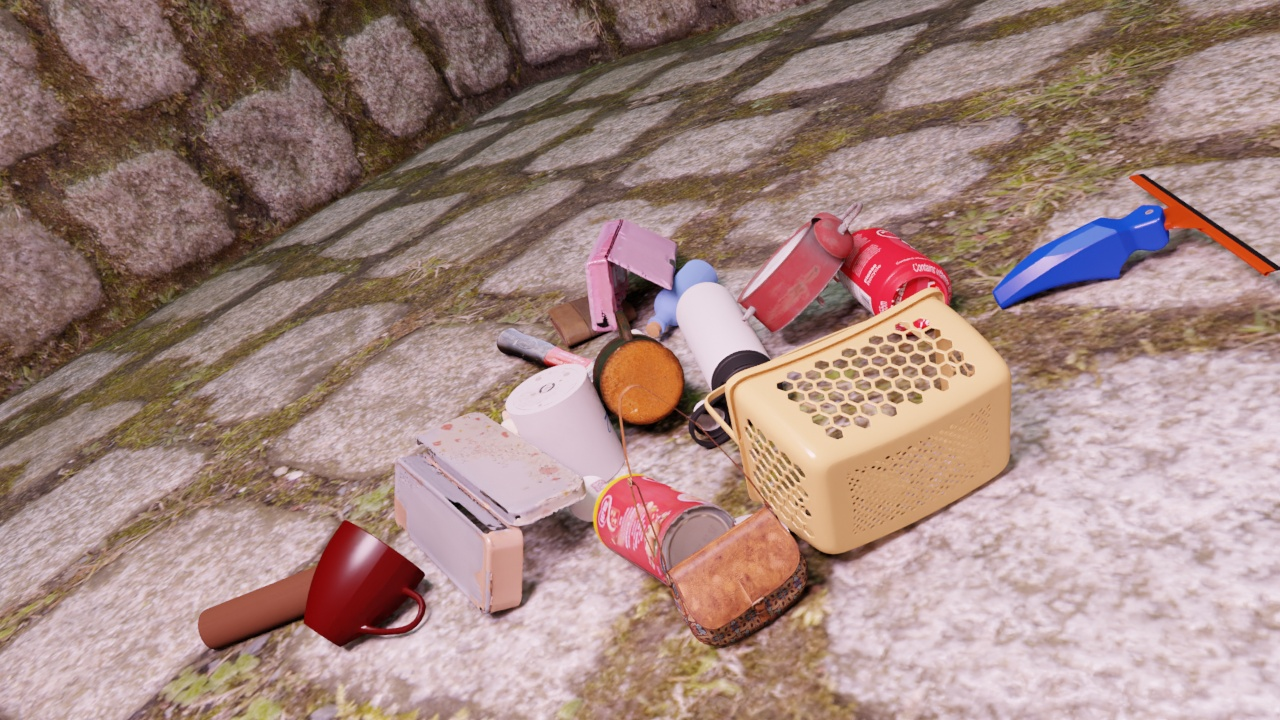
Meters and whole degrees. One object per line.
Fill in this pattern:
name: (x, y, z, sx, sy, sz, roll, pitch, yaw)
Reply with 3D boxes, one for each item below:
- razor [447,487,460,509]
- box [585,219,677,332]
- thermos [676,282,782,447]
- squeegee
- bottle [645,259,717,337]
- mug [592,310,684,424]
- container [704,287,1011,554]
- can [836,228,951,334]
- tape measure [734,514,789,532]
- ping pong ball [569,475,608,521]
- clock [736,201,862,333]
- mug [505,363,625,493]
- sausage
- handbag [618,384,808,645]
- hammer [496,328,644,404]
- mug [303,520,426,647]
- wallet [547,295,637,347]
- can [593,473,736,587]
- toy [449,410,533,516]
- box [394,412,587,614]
razor: (-0.178, 0.124, 0.951, 0.044, 0.018, 0.140, -12, 28, 24)
box: (-0.002, -0.115, 1.147, 0.107, 0.099, 0.232, -3, 18, 5)
thermos: (0.074, -0.002, 0.930, 0.101, 0.068, 0.229, -35, 25, 8)
squeegee: (0.411, -0.098, 0.831, 0.185, 0.055, 0.248, -28, 23, 17)
bottle: (0.045, -0.070, 1.101, 0.048, 0.048, 0.130, -3, 32, 37)
mug: (-0.006, 0.005, 0.900, 0.085, 0.111, 0.081, -16, 7, -5)
container: (0.159, 0.036, 0.688, 0.183, 0.129, 0.167, -24, 36, -12)
can: (0.248, -0.082, 0.914, 0.074, 0.074, 0.142, -23, 25, 2)
tape measure: (0.085, 0.140, 0.690, 0.065, 0.017, 0.064, -21, 25, 6)
ping pong ball: (-0.044, 0.122, 0.811, 0.040, 0.040, 0.040, -20, 25, 9)
clock: (0.170, -0.094, 0.922, 0.157, 0.062, 0.109, -48, 4, 17)
mug: (-0.079, 0.062, 0.893, 0.083, 0.096, 0.120, -32, 26, -17)
sausage: (-0.343, 0.230, 0.867, 0.156, 0.040, 0.040, -22, 25, 5)
handbag: (0.041, 0.098, 0.601, 0.093, 0.196, 0.043, -31, 20, -10)
hammer: (-0.110, 0.003, 1.091, 0.140, 0.036, 0.326, -47, 26, -13)
mug: (-0.237, 0.205, 0.793, 0.114, 0.087, 0.088, 24, 67, 24)
wallet: (-0.066, -0.059, 1.207, 0.098, 0.027, 0.121, -22, 23, -8)
can: (0.017, 0.128, 0.692, 0.066, 0.067, 0.124, -33, 17, -19)
toy: (-0.140, 0.108, 0.908, 0.087, 0.050, 0.112, 3, 53, 44)
box: (-0.141, 0.128, 0.827, 0.095, 0.115, 0.217, 0, 14, -35)
